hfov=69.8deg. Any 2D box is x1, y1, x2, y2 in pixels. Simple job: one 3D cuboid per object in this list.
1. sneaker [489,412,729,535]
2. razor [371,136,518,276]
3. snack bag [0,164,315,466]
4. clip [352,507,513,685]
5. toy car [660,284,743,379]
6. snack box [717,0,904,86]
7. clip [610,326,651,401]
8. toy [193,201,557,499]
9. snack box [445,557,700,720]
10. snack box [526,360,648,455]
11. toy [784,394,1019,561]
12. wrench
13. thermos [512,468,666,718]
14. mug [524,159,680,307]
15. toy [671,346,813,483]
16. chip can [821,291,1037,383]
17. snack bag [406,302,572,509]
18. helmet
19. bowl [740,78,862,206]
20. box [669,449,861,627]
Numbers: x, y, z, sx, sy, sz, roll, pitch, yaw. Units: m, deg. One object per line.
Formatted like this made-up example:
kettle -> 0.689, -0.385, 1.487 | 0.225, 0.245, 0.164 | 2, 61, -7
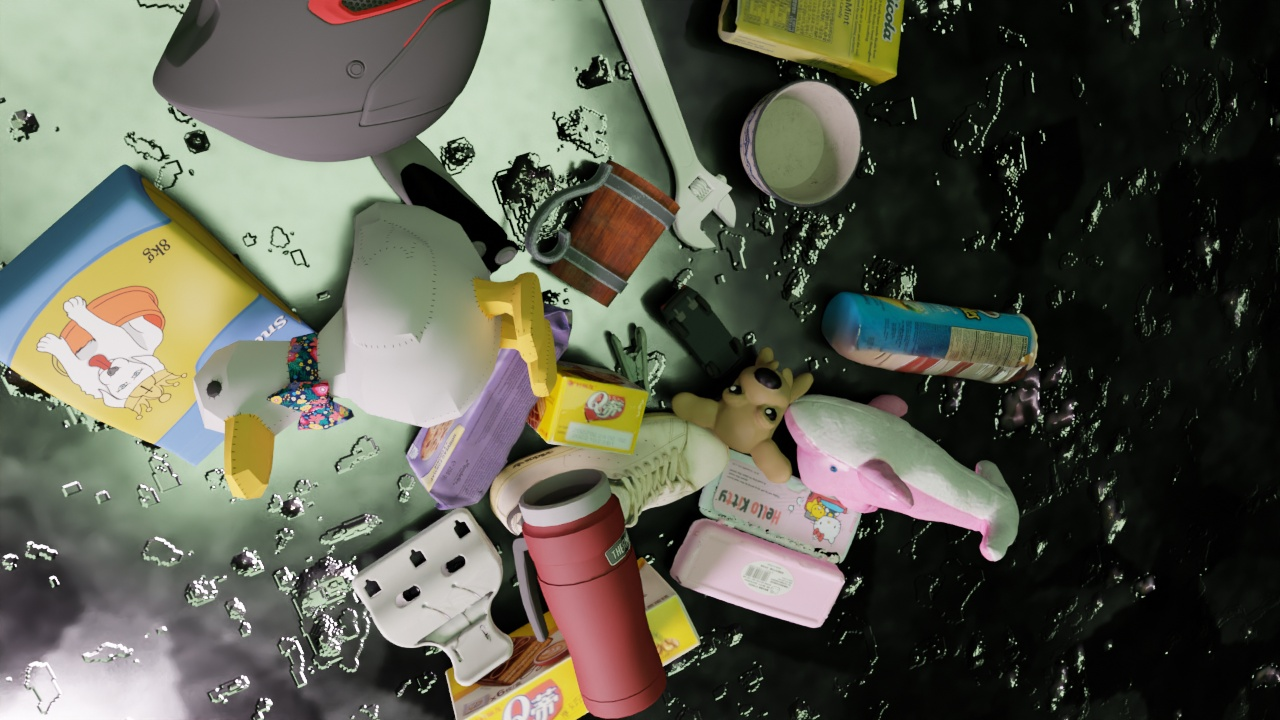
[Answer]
sneaker -> -0.018, 0.116, 0.870 | 0.241, 0.102, 0.089 | -15, 107, -16
razor -> -0.174, -0.137, 0.785 | 0.057, 0.060, 0.156 | -39, 93, 4
snack bag -> -0.374, -0.024, 0.721 | 0.159, 0.102, 0.205 | -44, 130, -6
clip -> -0.178, 0.229, 0.864 | 0.125, 0.092, 0.151 | -33, 98, -8
toy car -> 0.061, -0.027, 0.901 | 0.046, 0.034, 0.112 | -44, 128, -3
snack box -> 0.159, -0.336, 0.853 | 0.180, 0.045, 0.121 | 7, 87, -20
clip -> -0.005, 0.005, 0.894 | 0.035, 0.023, 0.074 | -17, 109, -17
toy -> -0.202, -0.018, 0.703 | 0.267, 0.141, 0.246 | -3, 65, 1
snack box -> -0.068, 0.288, 0.889 | 0.230, 0.110, 0.062 | -28, 104, -12
snack box -> -0.054, 0.040, 0.838 | 0.083, 0.106, 0.061 | 11, 96, -22
toy -> 0.260, 0.125, 0.959 | 0.265, 0.186, 0.128 | 25, 125, 0
wrench -> 0.022, -0.232, 0.851 | 0.066, 0.018, 0.273 | -28, 109, -11
thermos -> -0.050, 0.199, 0.787 | 0.108, 0.083, 0.199 | -10, 105, 20
mug -> -0.039, -0.118, 0.816 | 0.117, 0.081, 0.111 | 29, 95, -42
toy -> 0.115, 0.043, 0.896 | 0.108, 0.134, 0.106 | -36, 155, -50
chip can -> 0.306, -0.023, 0.972 | 0.229, 0.080, 0.080 | 6, 100, -20
snack bag -> -0.131, 0.031, 0.816 | 0.058, 0.096, 0.205 | 30, 92, -29
helmet -> -0.223, -0.237, 0.682 | 0.264, 0.164, 0.170 | -22, 138, -19
bowl -> 0.146, -0.207, 0.877 | 0.115, 0.059, 0.115 | -4, 104, -19
box -> 0.142, 0.195, 0.979 | 0.201, 0.045, 0.154 | 23, 93, -24
